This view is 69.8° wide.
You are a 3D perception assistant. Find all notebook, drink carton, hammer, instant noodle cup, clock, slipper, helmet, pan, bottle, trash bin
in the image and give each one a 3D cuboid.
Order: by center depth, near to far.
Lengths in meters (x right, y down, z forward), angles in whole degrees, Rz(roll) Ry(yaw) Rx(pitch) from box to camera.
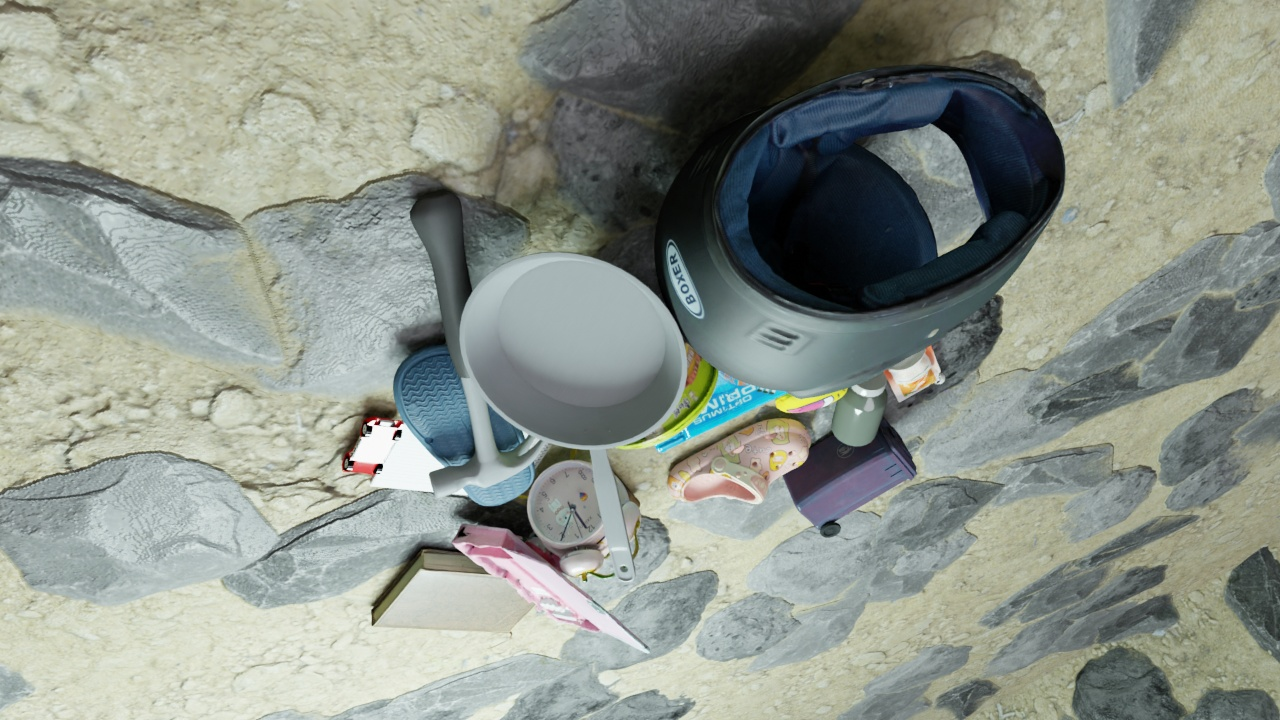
[{"bbox_3d":[0.166,-0.105,0.792,0.316,0.249,0.236,-22,170,-8],"label":"helmet"},{"bbox_3d":[-0.043,0.058,0.838,0.201,0.050,0.357,-4,122,15],"label":"pan"},{"bbox_3d":[-0.157,-0.009,0.848,0.124,0.029,0.311,-16,125,-18],"label":"hammer"},{"bbox_3d":[-0.005,0.005,0.909,0.146,0.146,0.098,-31,124,8],"label":"instant noodle cup"},{"bbox_3d":[-0.173,0.065,0.941,0.103,0.059,0.214,-30,127,-6],"label":"slipper"},{"bbox_3d":[-0.166,0.068,0.998,0.177,0.013,0.246,11,129,-33],"label":"notebook"},{"bbox_3d":[-0.064,0.183,1.058,0.117,0.158,0.059,-41,153,-2],"label":"clock"},{"bbox_3d":[0.279,0.057,1.164,0.060,0.060,0.109,-13,139,-12],"label":"bottle"},{"bbox_3d":[0.132,0.143,1.174,0.197,0.081,0.093,-21,139,1],"label":"slipper"},{"bbox_3d":[0.351,0.016,1.178,0.069,0.038,0.122,-31,146,10],"label":"drink carton"},{"bbox_3d":[-0.241,0.327,1.233,0.215,0.034,0.191,16,127,-37],"label":"notebook"},{"bbox_3d":[0.284,0.150,1.247,0.161,0.093,0.092,-35,130,16],"label":"trash bin"}]

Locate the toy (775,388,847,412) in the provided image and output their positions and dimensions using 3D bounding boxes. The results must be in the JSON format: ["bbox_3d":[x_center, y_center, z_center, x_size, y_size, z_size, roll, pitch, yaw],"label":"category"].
[{"bbox_3d":[0.208,0.038,1.111,0.094,0.041,0.095,-20,166,-2],"label":"toy"}]

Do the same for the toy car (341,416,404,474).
[{"bbox_3d":[-0.280,0.089,0.956,0.038,0.025,0.090,11,129,-35],"label":"toy car"}]

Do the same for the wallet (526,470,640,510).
[{"bbox_3d":[-0.071,0.187,1.169,0.121,0.027,0.099,-28,138,7],"label":"wallet"}]

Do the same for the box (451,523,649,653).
[{"bbox_3d":[-0.102,0.278,1.128,0.179,0.039,0.233,4,145,40],"label":"box"}]

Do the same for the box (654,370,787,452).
[{"bbox_3d":[0.121,0.032,1.031,0.243,0.071,0.170,-25,149,1],"label":"box"}]

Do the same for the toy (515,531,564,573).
[{"bbox_3d":[-0.135,0.240,1.177,0.102,0.050,0.066,22,156,-4],"label":"toy"}]
